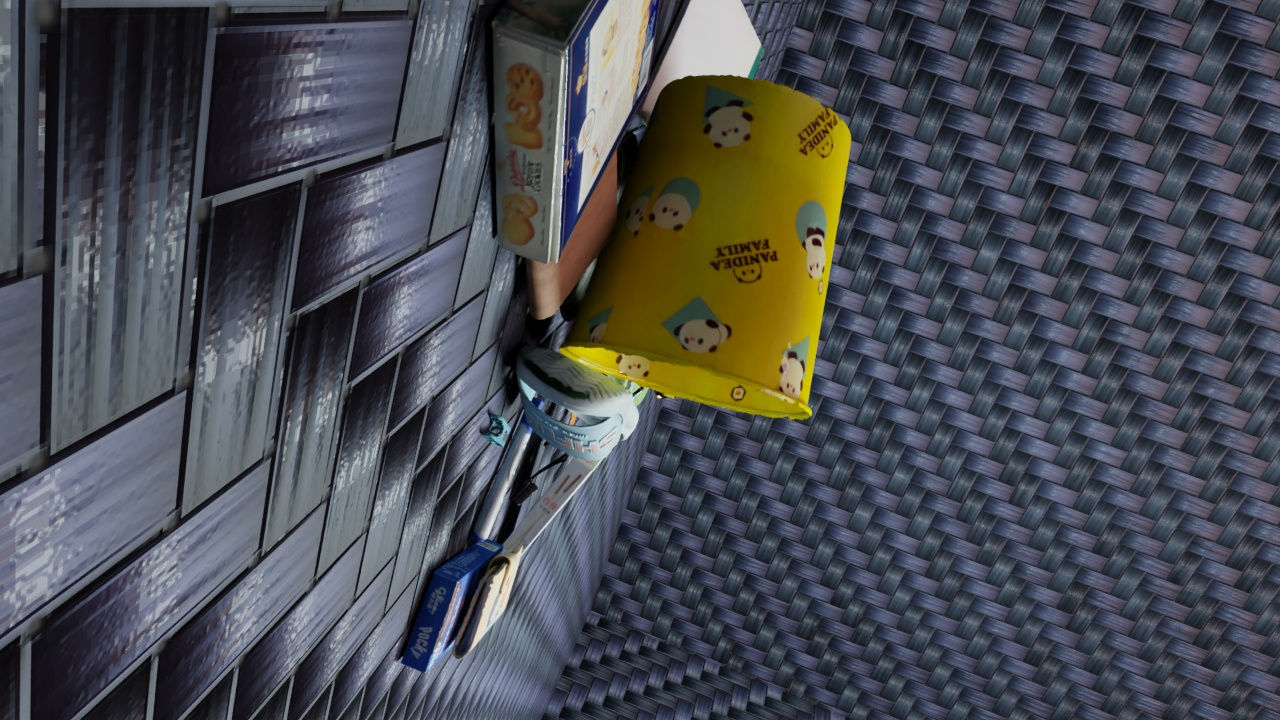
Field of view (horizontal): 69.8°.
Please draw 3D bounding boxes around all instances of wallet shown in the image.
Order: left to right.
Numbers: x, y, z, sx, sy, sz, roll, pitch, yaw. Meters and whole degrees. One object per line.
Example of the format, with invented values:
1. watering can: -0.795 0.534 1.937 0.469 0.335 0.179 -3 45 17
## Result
1. wallet: -0.140 0.220 0.860 0.087 0.024 0.115 -65 174 5
2. wallet: -0.051 -0.101 0.698 0.115 0.020 0.101 -53 160 -34

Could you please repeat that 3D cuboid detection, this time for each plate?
1. plate: -0.044 -0.121 0.827 0.179 0.024 0.179 24 87 -86

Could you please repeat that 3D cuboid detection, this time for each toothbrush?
1. toothbrush: -0.067 0.092 0.990 0.189 0.016 0.014 -41 174 2

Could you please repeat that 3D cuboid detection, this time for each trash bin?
1. trash bin: 0.071 -0.098 0.827 0.229 0.229 0.255 71 35 -82

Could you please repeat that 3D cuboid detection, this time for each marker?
1. marker: -0.127 0.103 0.875 0.017 0.017 0.145 86 25 -77

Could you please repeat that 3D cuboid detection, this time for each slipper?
1. slipper: -0.060 0.047 0.838 0.074 0.104 0.245 -62 168 -7

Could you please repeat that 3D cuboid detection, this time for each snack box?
1. snack box: -0.168 0.219 0.839 0.157 0.026 0.084 6 104 -84
2. snack box: -0.101 0.163 1.042 0.157 0.027 0.084 -51 178 13
3. snack box: -0.034 -0.183 0.567 0.178 0.046 0.182 102 10 -58

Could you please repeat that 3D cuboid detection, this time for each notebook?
1. notebook: 0.069 -0.296 0.960 0.150 0.012 0.208 45 62 -51

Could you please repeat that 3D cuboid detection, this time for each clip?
1. clip: -0.122 0.059 0.779 0.056 0.014 0.043 90 22 -77

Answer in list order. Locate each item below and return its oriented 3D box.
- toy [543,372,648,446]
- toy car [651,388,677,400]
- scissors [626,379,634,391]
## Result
1. toy: -0.036 0.017 1.080 0.226 0.090 0.247 -55 167 -16
2. toy car: 0.035 -0.029 1.009 0.071 0.041 0.156 -75 170 -61
3. scissors: -0.006 0.006 0.977 0.057 0.017 0.133 63 40 -66
